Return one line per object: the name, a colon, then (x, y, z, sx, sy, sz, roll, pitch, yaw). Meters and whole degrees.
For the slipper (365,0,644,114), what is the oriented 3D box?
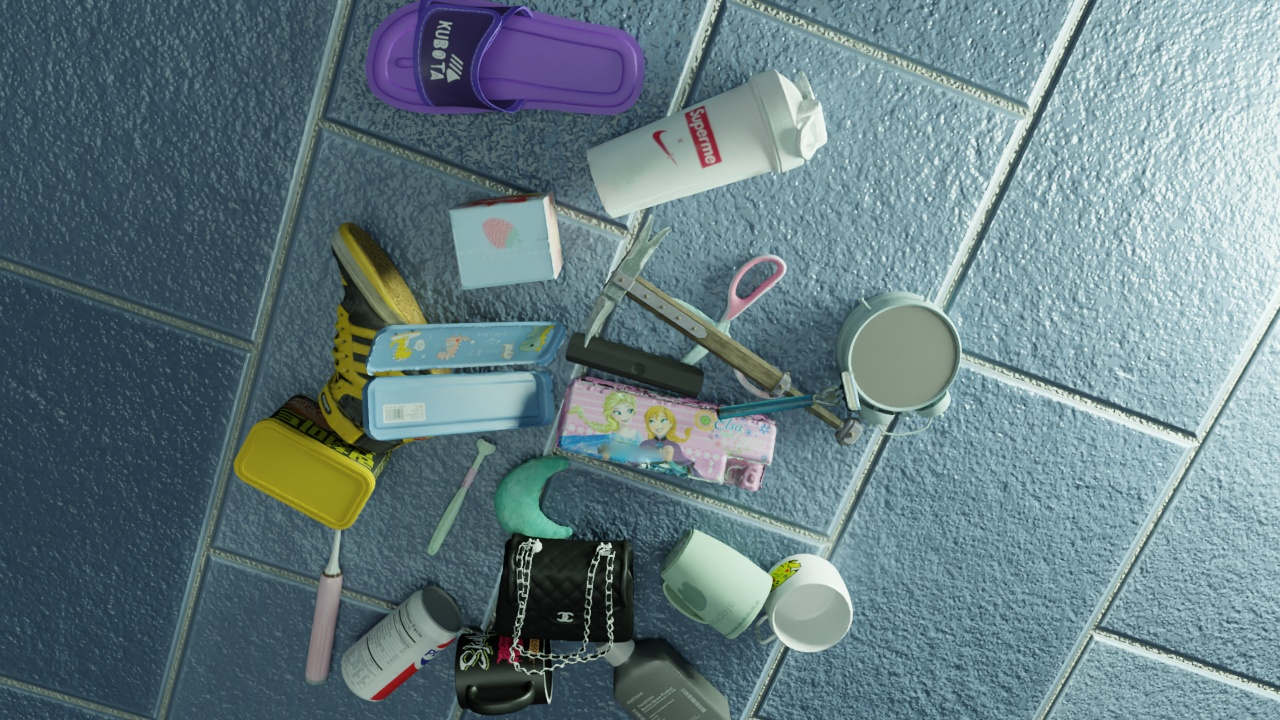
slipper: (-0.129, -0.279, 0.856, 0.266, 0.084, 0.107, 5, 106, -2)

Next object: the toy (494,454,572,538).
toy: (-0.119, 0.156, 1.013, 0.085, 0.033, 0.105, -6, 109, -13)

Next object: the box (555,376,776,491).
box: (0.027, 0.082, 0.970, 0.230, 0.070, 0.085, 12, 106, -4)

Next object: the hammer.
hammer: (0.099, 0.000, 0.951, 0.317, 0.028, 0.147, 33, 98, -10)

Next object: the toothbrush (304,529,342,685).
toothbrush: (-0.355, 0.269, 1.045, 0.027, 0.026, 0.223, 18, 106, 15)

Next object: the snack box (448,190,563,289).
snack box: (-0.129, -0.120, 0.898, 0.093, 0.094, 0.079, -6, 106, 2)

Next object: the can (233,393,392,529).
can: (-0.335, 0.102, 0.957, 0.131, 0.101, 0.073, 31, 103, -9)

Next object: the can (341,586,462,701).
can: (-0.270, 0.320, 1.037, 0.132, 0.070, 0.070, -41, 102, 10)

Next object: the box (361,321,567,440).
box: (-0.172, 0.015, 0.912, 0.209, 0.043, 0.125, -3, 110, -39)

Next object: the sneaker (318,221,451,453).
sneaker: (-0.280, -0.013, 0.930, 0.122, 0.086, 0.238, -24, 109, 2)

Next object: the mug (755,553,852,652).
mug: (0.177, 0.276, 1.028, 0.116, 0.068, 0.094, -38, 103, 10)

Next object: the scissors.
scissors: (0.104, -0.028, 0.968, 0.171, 0.013, 0.177, -43, 102, 11)

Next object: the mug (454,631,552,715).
mug: (-0.153, 0.353, 1.023, 0.098, 0.118, 0.082, -4, 105, 1)

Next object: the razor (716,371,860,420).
razor: (0.149, 0.044, 0.940, 0.144, 0.022, 0.042, -10, 71, 8)

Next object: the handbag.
handbag: (-0.082, 0.255, 0.988, 0.154, 0.114, 0.125, 5, 122, 1)

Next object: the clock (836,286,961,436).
clock: (0.272, 0.004, 0.963, 0.122, 0.045, 0.159, -9, 105, 3)

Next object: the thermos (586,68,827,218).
thermos: (0.064, -0.202, 0.878, 0.220, 0.099, 0.099, -19, 105, 9)

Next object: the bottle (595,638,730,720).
bottle: (0.018, 0.377, 1.068, 0.084, 0.046, 0.174, -41, 103, 10)

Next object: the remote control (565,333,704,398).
remote control: (-0.006, 0.006, 0.971, 0.147, 0.015, 0.033, 16, 107, -1)

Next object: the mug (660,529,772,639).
mug: (0.073, 0.251, 1.021, 0.104, 0.083, 0.112, 37, 131, 0)

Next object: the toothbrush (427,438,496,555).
toothbrush: (-0.202, 0.153, 1.018, 0.022, 0.015, 0.155, 27, 105, -7)
